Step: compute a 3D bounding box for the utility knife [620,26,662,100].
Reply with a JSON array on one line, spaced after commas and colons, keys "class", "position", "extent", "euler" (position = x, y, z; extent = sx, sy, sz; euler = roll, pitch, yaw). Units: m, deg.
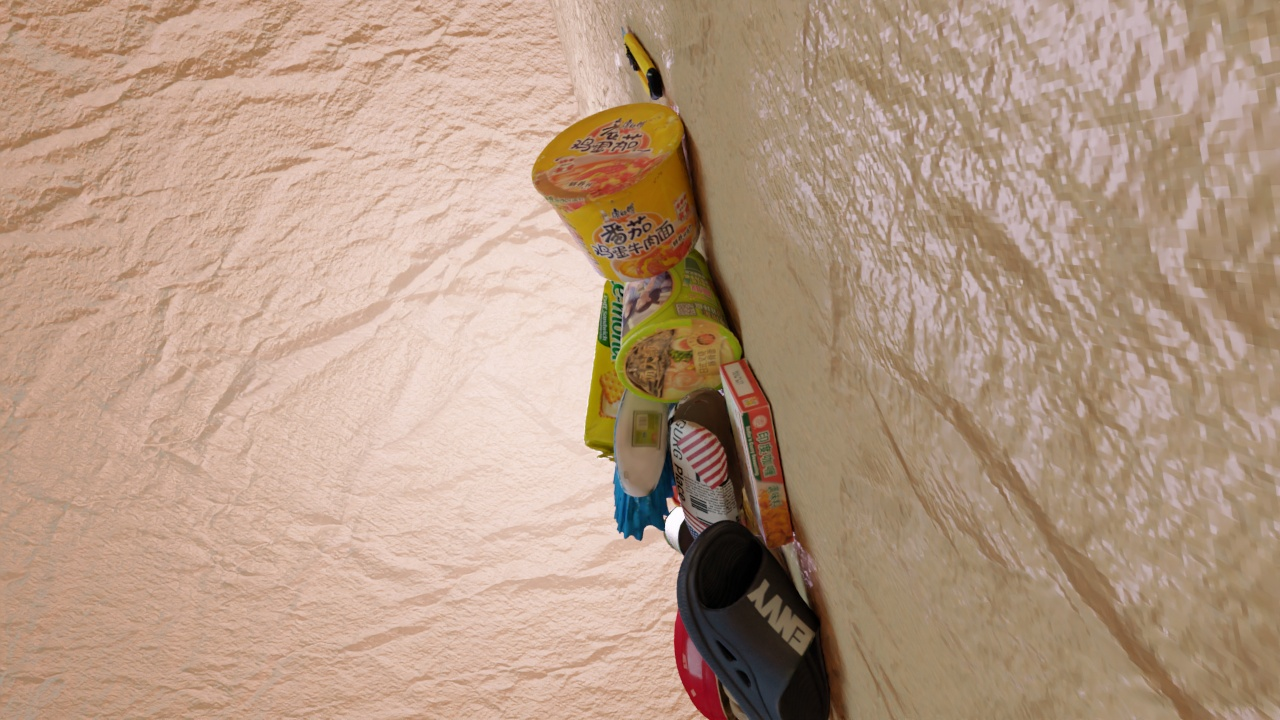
[{"class": "utility knife", "position": [-0.004, -0.297, 0.906], "extent": [0.201, 0.015, 0.033], "euler": [-108, 5, -55]}]

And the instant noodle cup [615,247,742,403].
[{"class": "instant noodle cup", "position": [0.029, -0.043, 0.845], "extent": [0.112, 0.112, 0.123], "euler": [76, -173, -49]}]

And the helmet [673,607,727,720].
[{"class": "helmet", "position": [0.111, 0.347, 1.140], "extent": [0.239, 0.144, 0.207], "euler": [-106, -1, -59]}]

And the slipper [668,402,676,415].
[{"class": "slipper", "position": [0.033, 0.069, 1.215], "extent": [0.253, 0.095, 0.105], "euler": [106, 153, -60]}]

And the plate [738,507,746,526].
[{"class": "plate", "position": [0.113, 0.184, 1.266], "extent": [0.163, 0.034, 0.164], "euler": [-108, 3, -49]}]

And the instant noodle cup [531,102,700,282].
[{"class": "instant noodle cup", "position": [-0.013, -0.144, 0.816], "extent": [0.138, 0.138, 0.110], "euler": [-108, -6, -49]}]

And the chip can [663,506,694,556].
[{"class": "chip can", "position": [0.072, 0.222, 1.187], "extent": [0.236, 0.072, 0.072], "euler": [107, 147, -82]}]

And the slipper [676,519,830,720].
[{"class": "slipper", "position": [0.124, 0.248, 0.800], "extent": [0.110, 0.083, 0.268], "euler": [-49, -58, -38]}]

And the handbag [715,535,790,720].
[{"class": "handbag", "position": [0.115, 0.292, 0.960], "extent": [0.148, 0.099, 0.204], "euler": [127, 129, -68]}]

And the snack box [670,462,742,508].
[{"class": "snack box", "position": [0.074, 0.122, 1.095], "extent": [0.080, 0.091, 0.082], "euler": [88, 167, -55]}]

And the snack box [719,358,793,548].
[{"class": "snack box", "position": [0.102, 0.083, 0.806], "extent": [0.077, 0.027, 0.156], "euler": [-108, 2, -58]}]

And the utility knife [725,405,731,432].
[{"class": "utility knife", "position": [0.089, 0.090, 0.929], "extent": [0.183, 0.013, 0.029], "euler": [80, 175, -61]}]

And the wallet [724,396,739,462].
[{"class": "wallet", "position": [0.104, 0.082, 0.942], "extent": [0.121, 0.019, 0.097], "euler": [76, 180, -80]}]

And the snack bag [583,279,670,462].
[{"class": "snack bag", "position": [-0.006, 0.006, 1.046], "extent": [0.158, 0.068, 0.246], "euler": [39, -121, -73]}]

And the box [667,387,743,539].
[{"class": "box", "position": [0.070, 0.110, 0.837], "extent": [0.086, 0.075, 0.162], "euler": [46, 154, 51]}]

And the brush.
[{"class": "brush", "position": [0.006, 0.018, 0.906], "extent": [0.110, 0.060, 0.313], "euler": [86, -174, -45]}]
